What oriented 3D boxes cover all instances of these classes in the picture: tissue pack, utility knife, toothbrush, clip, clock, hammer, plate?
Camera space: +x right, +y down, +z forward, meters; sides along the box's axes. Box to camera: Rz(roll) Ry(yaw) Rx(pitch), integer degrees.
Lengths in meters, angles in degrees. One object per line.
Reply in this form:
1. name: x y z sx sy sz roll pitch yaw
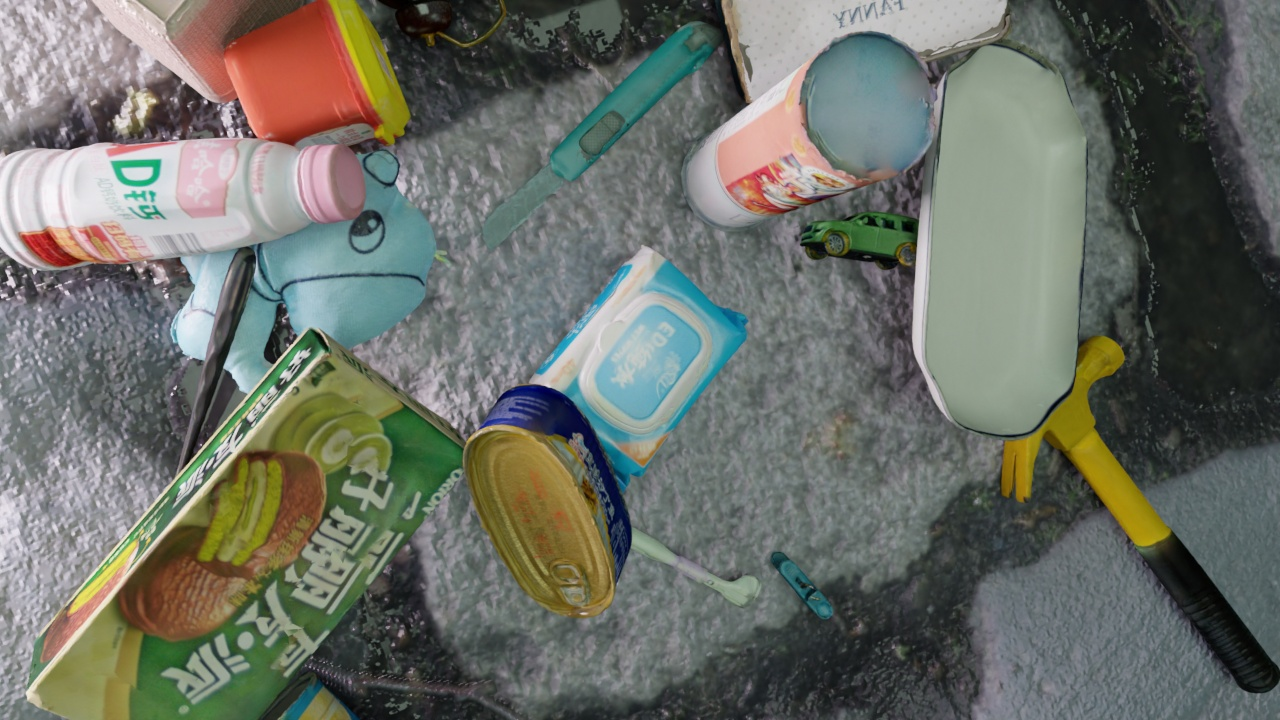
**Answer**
1. tissue pack: -0.003 0.003 0.584 0.090 0.063 0.140 39 84 -10
2. utility knife: -0.024 -0.150 0.600 0.215 0.013 0.029 -45 99 -6
3. toothbrush: -0.256 0.018 0.537 0.015 0.018 0.181 23 101 -1
4. clip: 0.112 0.156 0.634 0.014 0.042 0.056 -43 100 -5
5. clock: -0.132 -0.246 0.554 0.082 0.055 0.122 -43 100 -8
6. toothbrush: -0.005 0.116 0.611 0.189 0.020 0.029 29 119 -9
7. hammer: 0.378 0.131 0.680 0.128 0.033 0.301 -42 99 -7
8. plate: 0.238 -0.080 0.619 0.161 0.034 0.265 7 86 -32

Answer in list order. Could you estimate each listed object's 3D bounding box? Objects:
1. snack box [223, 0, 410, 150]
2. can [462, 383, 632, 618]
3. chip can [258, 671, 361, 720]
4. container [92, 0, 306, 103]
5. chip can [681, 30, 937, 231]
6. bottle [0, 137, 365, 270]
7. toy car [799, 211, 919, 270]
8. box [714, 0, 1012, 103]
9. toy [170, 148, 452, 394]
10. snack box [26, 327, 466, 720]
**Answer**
1. snack box: -0.185 -0.158 0.531 0.080 0.091 0.082 -22 95 -3
2. can: -0.053 0.087 0.556 0.075 0.049 0.148 -8 119 23
3. chip can: -0.152 0.288 0.562 0.071 0.071 0.210 -43 98 -7
4. container: -0.250 -0.212 0.503 0.090 0.111 0.090 39 84 -10
5. chip can: 0.083 -0.120 0.519 0.071 0.215 0.071 0 92 -11
6. bottle: -0.250 -0.089 0.500 0.197 0.068 0.068 -4 93 10
7. toy car: 0.154 -0.082 0.623 0.091 0.043 0.036 3 93 -13
8. box: 0.131 -0.219 0.576 0.184 0.061 0.090 -12 112 9
9. toy: -0.195 -0.053 0.552 0.156 0.050 0.161 9 98 -11
10. snack box: -0.219 0.107 0.529 0.240 0.063 0.114 -50 122 -6
